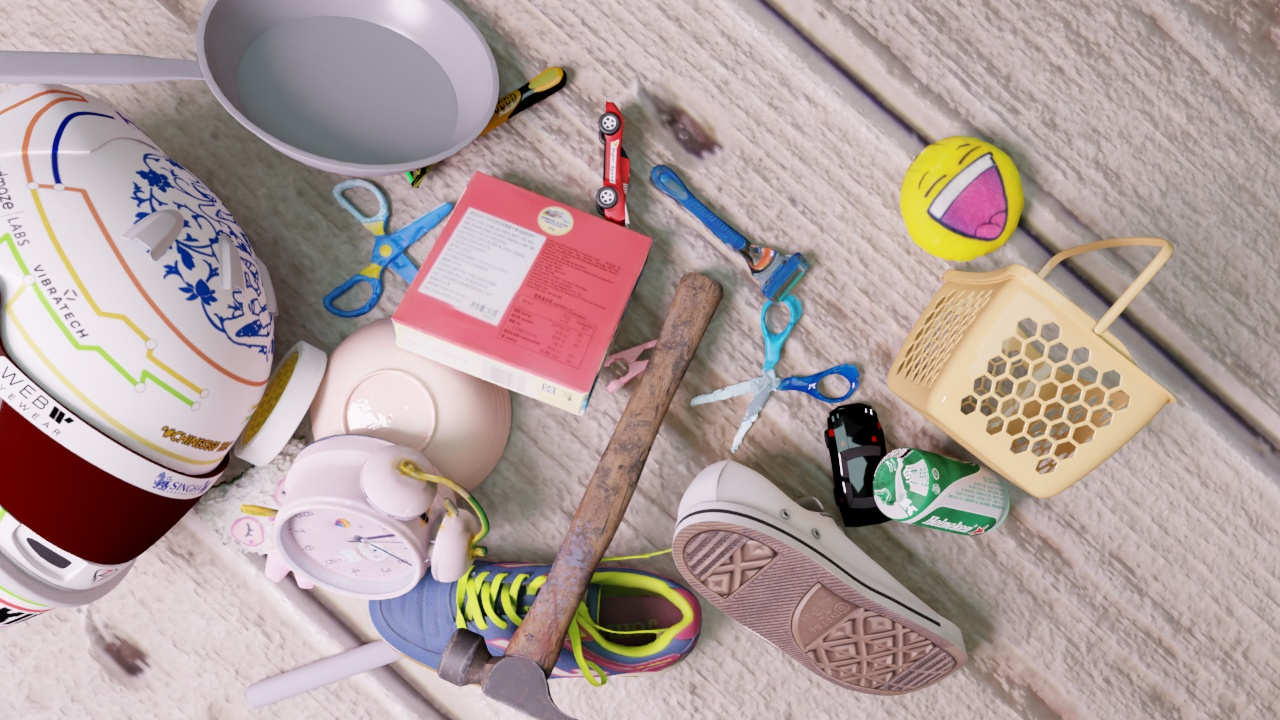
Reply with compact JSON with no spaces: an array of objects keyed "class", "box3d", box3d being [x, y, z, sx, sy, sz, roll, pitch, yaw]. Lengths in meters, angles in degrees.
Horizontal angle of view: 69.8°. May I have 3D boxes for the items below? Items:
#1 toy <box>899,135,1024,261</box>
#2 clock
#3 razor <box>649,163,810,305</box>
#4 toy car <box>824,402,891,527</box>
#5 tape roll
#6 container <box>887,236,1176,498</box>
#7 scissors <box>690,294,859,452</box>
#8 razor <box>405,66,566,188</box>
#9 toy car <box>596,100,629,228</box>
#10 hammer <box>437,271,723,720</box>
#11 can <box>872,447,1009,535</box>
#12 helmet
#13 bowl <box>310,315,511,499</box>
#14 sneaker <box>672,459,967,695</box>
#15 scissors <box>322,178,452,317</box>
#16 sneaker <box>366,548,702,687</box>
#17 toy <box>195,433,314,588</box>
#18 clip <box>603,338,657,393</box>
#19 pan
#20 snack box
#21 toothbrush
[{"class":"toy","box3d":[0.239,-0.120,0.685,0.095,0.041,0.094,-42,92,-3]},{"class":"clock","box3d":[-0.173,0.107,0.618,0.158,0.058,0.117,-12,128,20]},{"class":"razor","box3d":[0.063,-0.101,0.698,0.141,0.018,0.044,41,83,5]},{"class":"toy car","box3d":[0.164,0.078,0.684,0.042,0.036,0.091,-9,89,0]},{"class":"tape roll","box3d":[-0.260,0.031,0.662,0.019,0.094,0.094,32,89,-28]},{"class":"container","box3d":[0.265,-0.011,0.612,0.129,0.183,0.167,38,96,1]},{"class":"scissors","box3d":[0.107,0.019,0.697,0.119,0.014,0.129,28,91,0]},{"class":"razor","box3d":[-0.119,-0.183,0.699,0.144,0.021,0.044,-30,70,1]},{"class":"toy car","box3d":[-0.020,-0.145,0.689,0.025,0.038,0.089,2,89,-2]},{"class":"hammer","box3d":[-0.009,0.082,0.630,0.120,0.033,0.329,23,69,6]},{"class":"can","box3d":[0.214,0.094,0.656,0.101,0.053,0.053,15,89,-31]},{"class":"helmet","box3d":[-0.359,-0.015,0.591,0.236,0.231,0.314,-26,78,-2]},{"class":"bowl","box3d":[-0.174,0.038,0.669,0.153,0.076,0.153,0,89,1]},{"class":"sneaker","box3d":[0.128,0.152,0.666,0.245,0.097,0.091,32,124,-14]},{"class":"scissors","box3d":[-0.197,-0.086,0.705,0.125,0.013,0.130,-35,91,1]},{"class":"sneaker","box3d":[-0.076,0.171,0.652,0.242,0.091,0.116,4,65,-1]},{"class":"toy","box3d":[-0.268,0.119,0.688,0.095,0.041,0.109,-39,95,-2]},{"class":"clip","box3d":[-0.009,-0.003,0.697,0.045,0.023,0.060,41,93,2]},{"class":"pan","box3d":[-0.267,-0.190,0.609,0.355,0.051,0.200,-14,67,-28]},{"class":"snack box","box3d":[-0.081,-0.051,0.657,0.142,0.040,0.144,21,60,1]},{"class":"toothbrush","box3d":[-0.205,0.224,0.694,0.188,0.018,0.019,-19,94,0]}]
